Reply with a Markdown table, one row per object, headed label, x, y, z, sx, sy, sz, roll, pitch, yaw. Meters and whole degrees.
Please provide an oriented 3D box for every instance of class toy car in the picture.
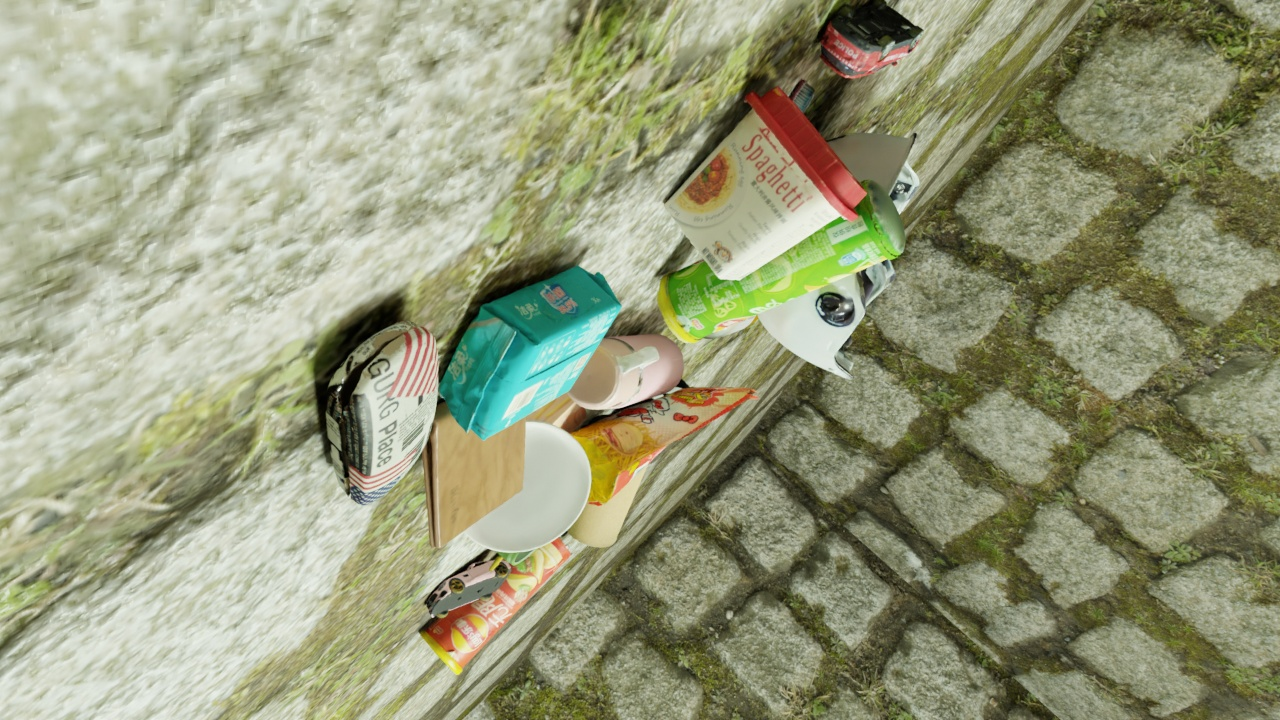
| label | x | y | z | sx | sy | sz | roll | pitch | yaw |
| --- | --- | --- | --- | --- | --- | --- | --- | --- | --- |
| toy car | -0.208 | 0.271 | 1.107 | 0.122 | 0.037 | 0.056 | -9 | 138 | -53 |
| toy car | 0.187 | -0.261 | 0.748 | 0.120 | 0.053 | 0.045 | -33 | 163 | -45 |

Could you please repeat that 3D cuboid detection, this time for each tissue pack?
| label | x | y | z | sx | sy | sz | roll | pitch | yaw |
| --- | --- | --- | --- | --- | --- | --- | --- | --- | --- |
| tissue pack | -0.073 | -0.009 | 0.627 | 0.093 | 0.050 | 0.133 | -57 | 166 | 30 |

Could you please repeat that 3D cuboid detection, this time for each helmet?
| label | x | y | z | sx | sy | sz | roll | pitch | yaw |
| --- | --- | --- | --- | --- | --- | --- | --- | --- | --- |
| helmet | 0.187 | -0.123 | 0.946 | 0.259 | 0.146 | 0.228 | 85 | 29 | -51 |

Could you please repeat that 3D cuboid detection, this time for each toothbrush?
| label | x | y | z | sx | sy | sz | roll | pitch | yaw |
| --- | --- | --- | --- | --- | --- | --- | --- | --- | --- |
| toothbrush | 0.107 | -0.172 | 0.832 | 0.016 | 0.017 | 0.188 | -36 | 163 | -44 |

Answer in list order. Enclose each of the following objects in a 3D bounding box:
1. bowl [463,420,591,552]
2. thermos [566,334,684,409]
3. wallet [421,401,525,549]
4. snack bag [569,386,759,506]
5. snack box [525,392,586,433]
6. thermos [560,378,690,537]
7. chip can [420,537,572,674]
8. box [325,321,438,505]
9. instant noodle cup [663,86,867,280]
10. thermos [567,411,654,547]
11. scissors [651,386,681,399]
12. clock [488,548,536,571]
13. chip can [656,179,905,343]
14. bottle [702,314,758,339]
| label | x | y | z | sx | sy | sz | roll | pitch | yaw |
| --- | --- | --- | --- | --- | --- | --- | --- | --- | --- |
| bowl | -0.106 | 0.094 | 0.775 | 0.118 | 0.118 | 0.064 | -48 | -153 | 2 |
| thermos | -0.005 | 0.005 | 0.864 | 0.087 | 0.067 | 0.198 | -23 | 175 | 16 |
| wallet | -0.121 | 0.070 | 0.679 | 0.101 | 0.020 | 0.115 | -34 | 133 | -50 |
| snack bag | 0.013 | 0.069 | 0.922 | 0.129 | 0.073 | 0.207 | -9 | -166 | 46 |
| snack box | -0.114 | 0.089 | 0.861 | 0.157 | 0.026 | 0.084 | -45 | 168 | -14 |
| thermos | -0.037 | 0.113 | 1.163 | 0.242 | 0.068 | 0.090 | -43 | -161 | -13 |
| chip can | -0.188 | 0.307 | 1.211 | 0.216 | 0.073 | 0.073 | -45 | 168 | -22 |
| box | -0.149 | 0.031 | 0.525 | 0.068 | 0.051 | 0.165 | -29 | 159 | -31 |
| instant noodle cup | 0.095 | -0.130 | 0.719 | 0.124 | 0.116 | 0.116 | -40 | 171 | 18 |
| thermos | -0.039 | 0.140 | 1.065 | 0.092 | 0.093 | 0.143 | -26 | 136 | -61 |
| scissors | 0.006 | 0.032 | 1.056 | 0.162 | 0.014 | 0.165 | -30 | 150 | -31 |
| clock | -0.119 | 0.162 | 1.013 | 0.115 | 0.056 | 0.162 | -38 | 164 | -46 |
| chip can | 0.123 | -0.086 | 0.819 | 0.222 | 0.072 | 0.072 | -23 | -178 | 29 |
| bottle | 0.099 | -0.065 | 1.031 | 0.068 | 0.068 | 0.189 | -52 | 168 | 19 |
